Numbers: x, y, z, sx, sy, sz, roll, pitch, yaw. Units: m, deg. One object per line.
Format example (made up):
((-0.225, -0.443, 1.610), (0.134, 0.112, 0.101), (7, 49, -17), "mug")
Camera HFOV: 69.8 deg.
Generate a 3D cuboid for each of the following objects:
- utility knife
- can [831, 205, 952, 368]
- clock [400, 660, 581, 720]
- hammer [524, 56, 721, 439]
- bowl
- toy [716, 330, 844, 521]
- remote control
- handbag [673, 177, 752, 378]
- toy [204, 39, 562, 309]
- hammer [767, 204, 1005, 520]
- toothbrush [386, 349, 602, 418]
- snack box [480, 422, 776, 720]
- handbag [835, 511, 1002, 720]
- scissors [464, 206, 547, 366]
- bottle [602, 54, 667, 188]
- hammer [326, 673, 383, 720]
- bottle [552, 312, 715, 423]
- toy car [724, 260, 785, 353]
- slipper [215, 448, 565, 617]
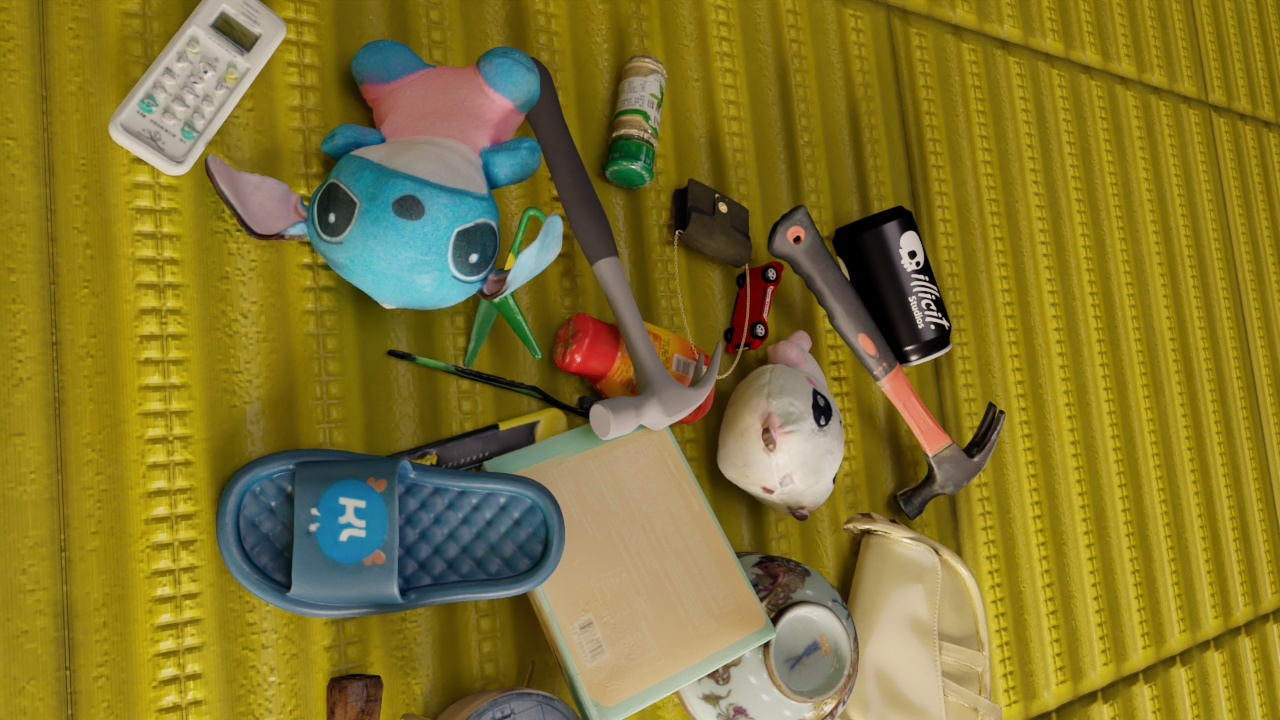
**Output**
((-0.127, 0.066, 0.649), (0.174, 0.020, 0.029), (-16, 90, -35), "utility knife")
((0.247, -0.071, 0.899), (0.080, 0.080, 0.146), (-25, 97, -36), "can")
((-0.090, 0.294, 0.611), (0.116, 0.059, 0.158), (-12, 90, -35), "clock")
((-0.032, -0.095, 0.698), (0.124, 0.030, 0.310), (-14, 77, -39), "hammer")
((0.111, 0.227, 0.720), (0.159, 0.094, 0.159), (6, 74, -20), "bowl")
((0.127, 0.048, 0.788), (0.139, 0.102, 0.179), (65, 33, -34), "toy")
((-0.277, -0.178, 0.579), (0.050, 0.022, 0.133), (35, 64, -26), "remote control")
((0.063, -0.068, 0.774), (0.084, 0.028, 0.177), (22, 56, -31), "handbag")
((-0.157, -0.129, 0.613), (0.224, 0.099, 0.191), (10, 70, -4), "toy")
((0.219, -0.002, 0.846), (0.133, 0.033, 0.333), (-37, 111, 7), "hammer")
((-0.098, 0.017, 0.680), (0.187, 0.014, 0.017), (19, 59, -32), "toothbrush")
((-0.011, 0.137, 0.648), (0.141, 0.044, 0.193), (-19, 71, -25), "snack box")
((0.240, 0.271, 0.834), (0.191, 0.089, 0.232), (29, 67, -25), "handbag")
((-0.111, -0.056, 0.661), (0.123, 0.011, 0.127), (22, 94, 2), "scissors")
((-0.003, -0.200, 0.768), (0.042, 0.043, 0.109), (19, 70, -32), "bottle")
((-0.186, 0.361, 0.549), (0.119, 0.033, 0.330), (5, 78, -34), "hammer")
((-0.004, 0.004, 0.726), (0.134, 0.049, 0.071), (22, 68, -31), "bottle")
((0.102, -0.048, 0.817), (0.025, 0.038, 0.089), (26, 68, -32), "toy car")
((-0.152, 0.109, 0.571), (0.213, 0.059, 0.103), (6, 79, -12), "slipper")
